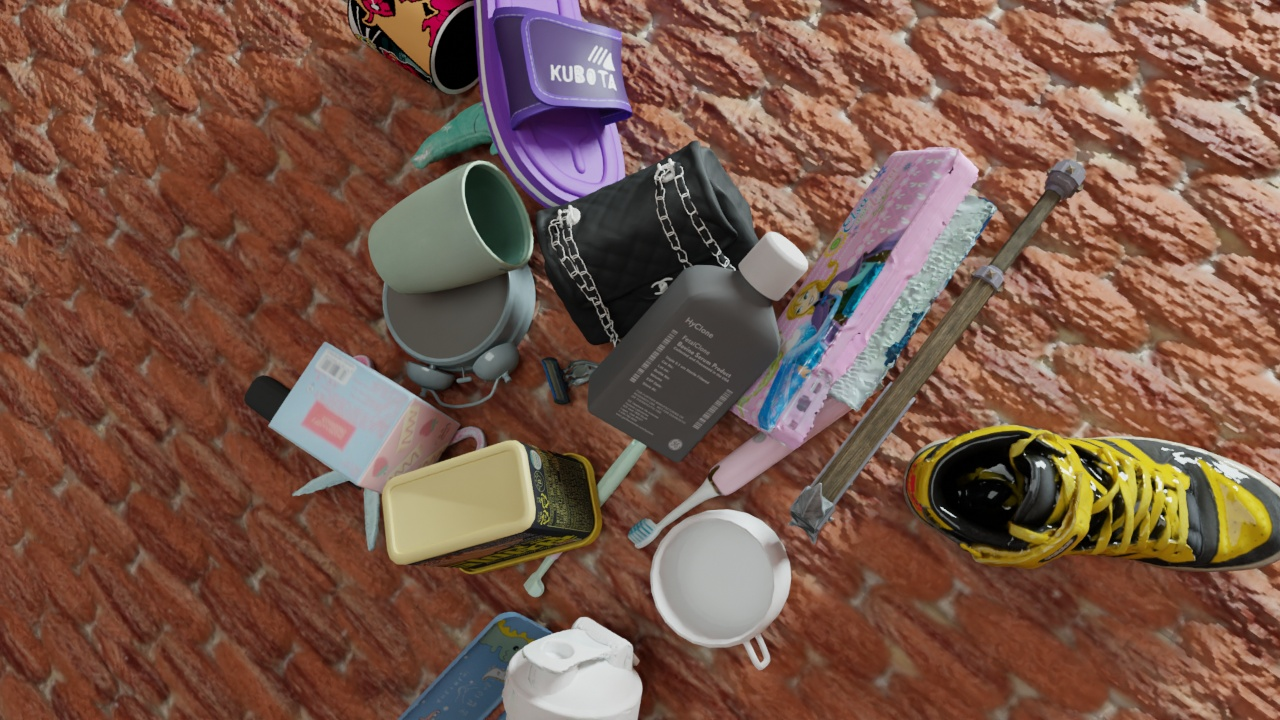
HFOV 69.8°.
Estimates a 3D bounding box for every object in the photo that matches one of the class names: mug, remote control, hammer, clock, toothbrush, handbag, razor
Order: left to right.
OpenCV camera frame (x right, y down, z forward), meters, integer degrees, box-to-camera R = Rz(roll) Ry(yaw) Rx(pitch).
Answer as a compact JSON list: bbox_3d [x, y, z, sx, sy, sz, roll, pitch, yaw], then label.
[{"bbox_3d":[-0.287,0.062,0.801,0.147,0.015,0.033,32,93,18],"label":"remote control"},{"bbox_3d":[-0.173,-0.299,0.785,0.098,0.082,0.117,34,72,18],"label":"mug"},{"bbox_3d":[-0.147,-0.106,0.707,0.104,0.084,0.111,-16,49,26],"label":"mug"},{"bbox_3d":[-0.150,-0.040,0.758,0.123,0.045,0.159,-10,78,16],"label":"clock"},{"bbox_3d":[-0.042,0.120,0.720,0.155,0.015,0.022,-53,41,4],"label":"toothbrush"},{"bbox_3d":[-0.004,0.004,0.722,0.144,0.022,0.042,-9,117,11],"label":"razor"},{"bbox_3d":[0.007,-0.071,0.662,0.154,0.125,0.114,-20,54,15],"label":"handbag"},{"bbox_3d":[0.063,0.164,0.655,0.094,0.068,0.115,-29,76,11],"label":"mug"},{"bbox_3d":[0.082,0.074,0.682,0.223,0.027,0.026,-37,107,9],"label":"toothbrush"},{"bbox_3d":[0.204,-0.014,0.621,0.028,0.147,0.316,37,84,18],"label":"hammer"}]

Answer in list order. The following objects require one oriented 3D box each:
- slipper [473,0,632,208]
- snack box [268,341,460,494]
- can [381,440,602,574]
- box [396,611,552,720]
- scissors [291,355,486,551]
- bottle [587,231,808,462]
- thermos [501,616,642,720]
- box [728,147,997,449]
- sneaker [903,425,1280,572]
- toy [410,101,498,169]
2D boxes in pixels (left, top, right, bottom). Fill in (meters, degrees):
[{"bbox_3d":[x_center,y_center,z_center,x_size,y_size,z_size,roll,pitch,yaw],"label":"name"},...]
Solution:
[{"bbox_3d":[-0.064,-0.250,0.715,0.084,0.107,0.266,-31,66,51],"label":"slipper"},{"bbox_3d":[-0.212,0.051,0.716,0.093,0.095,0.079,28,81,18],"label":"snack box"},{"bbox_3d":[-0.111,0.111,0.687,0.131,0.101,0.072,-19,70,19],"label":"can"},{"bbox_3d":[-0.128,0.295,0.711,0.125,0.043,0.209,43,96,-4],"label":"box"},{"bbox_3d":[-0.210,0.072,0.766,0.177,0.013,0.170,-8,69,7],"label":"scissors"},{"bbox_3d":[0.046,-0.014,0.636,0.083,0.046,0.174,32,117,-19],"label":"bottle"},{"bbox_3d":[-0.060,0.293,0.647,0.099,0.099,0.220,16,104,18],"label":"thermos"},{"bbox_3d":[0.158,-0.039,0.651,0.071,0.084,0.230,35,89,-21],"label":"box"},{"bbox_3d":[0.286,0.087,0.570,0.239,0.122,0.086,2,85,18],"label":"sneaker"},{"bbox_3d":[-0.133,-0.190,0.759,0.105,0.033,0.084,-1,42,34],"label":"toy"}]
